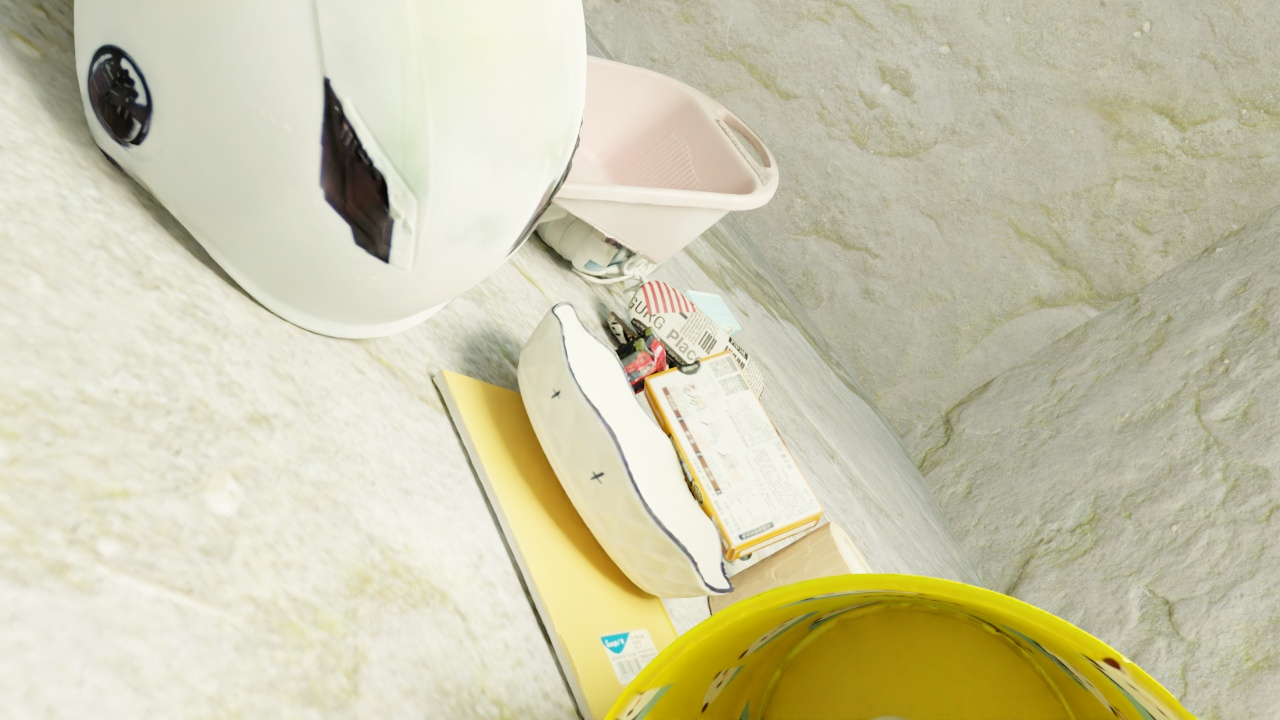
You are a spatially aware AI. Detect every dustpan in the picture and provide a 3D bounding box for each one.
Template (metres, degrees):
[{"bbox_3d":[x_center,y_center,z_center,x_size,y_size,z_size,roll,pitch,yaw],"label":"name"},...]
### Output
[{"bbox_3d":[-0.011,-0.204,0.769,0.273,0.139,0.222,28,27,-52],"label":"dustpan"}]

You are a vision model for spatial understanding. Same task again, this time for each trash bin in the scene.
[{"bbox_3d":[0.116,0.204,0.393,0.229,0.230,0.255,60,10,18],"label":"trash bin"}]

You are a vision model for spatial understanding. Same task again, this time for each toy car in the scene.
[{"bbox_3d":[-0.005,0.004,0.763,0.045,0.053,0.120,59,13,-3],"label":"toy car"}]

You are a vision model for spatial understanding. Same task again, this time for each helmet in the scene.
[{"bbox_3d":[-0.109,-0.148,0.412,0.228,0.146,0.258,-13,91,-51],"label":"helmet"}]

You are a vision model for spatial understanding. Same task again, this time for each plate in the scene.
[{"bbox_3d":[-0.012,0.061,0.576,0.205,0.045,0.204,59,6,-11],"label":"plate"}]

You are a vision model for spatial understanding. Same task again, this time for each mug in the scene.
[{"bbox_3d":[0.110,0.177,0.645,0.084,0.104,0.124,57,14,4],"label":"mug"}]

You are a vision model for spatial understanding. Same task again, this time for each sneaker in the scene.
[{"bbox_3d":[-0.011,-0.111,0.917,0.091,0.090,0.242,44,14,19],"label":"sneaker"}]

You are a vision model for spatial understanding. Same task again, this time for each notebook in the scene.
[{"bbox_3d":[-0.037,0.103,0.527,0.206,0.010,0.145,61,15,22],"label":"notebook"}]

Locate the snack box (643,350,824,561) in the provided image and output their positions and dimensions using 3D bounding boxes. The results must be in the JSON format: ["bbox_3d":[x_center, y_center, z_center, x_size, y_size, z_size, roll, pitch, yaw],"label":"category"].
[{"bbox_3d":[0.066,0.066,0.683,0.026,0.075,0.153,95,-27,-56],"label":"snack box"}]

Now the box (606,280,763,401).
[{"bbox_3d":[0.050,-0.008,0.868,0.163,0.087,0.076,43,10,-14],"label":"box"}]

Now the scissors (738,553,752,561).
[{"bbox_3d":[0.060,0.077,0.784,0.170,0.019,0.181,-106,178,-51],"label":"scissors"}]

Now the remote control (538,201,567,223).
[{"bbox_3d":[-0.103,-0.167,0.821,0.149,0.058,0.021,-108,-171,-49],"label":"remote control"}]

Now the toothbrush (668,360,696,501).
[{"bbox_3d":[0.038,0.078,0.747,0.018,0.014,0.188,55,22,-50],"label":"toothbrush"}]

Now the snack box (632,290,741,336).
[{"bbox_3d":[0.053,-0.033,0.989,0.051,0.074,0.174,57,15,8],"label":"snack box"}]
